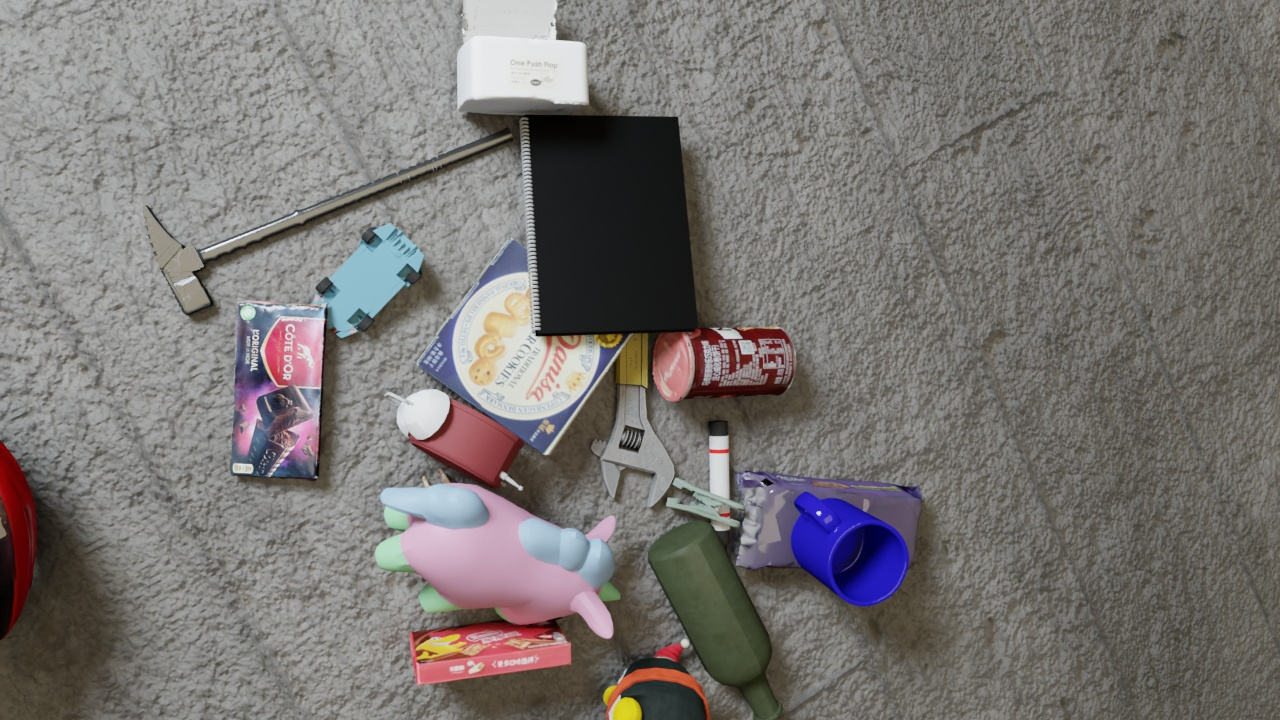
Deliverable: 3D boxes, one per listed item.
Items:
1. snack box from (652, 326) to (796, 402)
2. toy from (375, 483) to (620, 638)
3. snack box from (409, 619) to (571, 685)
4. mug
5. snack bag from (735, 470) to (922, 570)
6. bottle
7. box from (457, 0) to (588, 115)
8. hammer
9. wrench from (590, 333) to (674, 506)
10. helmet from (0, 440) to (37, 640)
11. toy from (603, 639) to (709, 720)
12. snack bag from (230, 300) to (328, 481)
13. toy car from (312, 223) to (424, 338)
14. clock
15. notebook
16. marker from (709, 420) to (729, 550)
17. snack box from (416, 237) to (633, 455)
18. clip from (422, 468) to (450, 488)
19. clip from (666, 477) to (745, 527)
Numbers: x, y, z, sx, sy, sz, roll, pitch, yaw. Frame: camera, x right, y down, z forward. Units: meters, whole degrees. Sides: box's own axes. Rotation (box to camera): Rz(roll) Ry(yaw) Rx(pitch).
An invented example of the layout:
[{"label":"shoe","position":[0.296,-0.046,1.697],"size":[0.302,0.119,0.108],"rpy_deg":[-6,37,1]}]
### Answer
[{"label":"snack box","position":[0.081,0.002,0.880],"size":[0.121,0.072,0.072],"rpy_deg":[-2,92,-28]},{"label":"toy","position":[-0.117,0.163,0.786],"size":[0.171,0.119,0.222],"rpy_deg":[-13,137,15]},{"label":"snack box","position":[-0.136,0.257,0.820],"size":[0.132,0.089,0.021],"rpy_deg":[-3,93,-17]},{"label":"mug","position":[0.185,0.166,0.859],"size":[0.079,0.083,0.111],"rpy_deg":[-43,103,-6]},{"label":"snack bag","position":[0.193,0.167,0.934],"size":[0.205,0.058,0.096],"rpy_deg":[6,90,-17]},{"label":"bottle","position":[0.081,0.260,0.896],"size":[0.071,0.071,0.207],"rpy_deg":[-29,99,-15]},{"label":"box","position":[-0.106,-0.286,0.809],"size":[0.110,0.103,0.130],"rpy_deg":[-1,99,-19]},{"label":"hammer","position":[-0.264,-0.149,0.812],"size":[0.324,0.015,0.095],"rpy_deg":[-26,98,-16]},{"label":"wrench","position":[-0.005,0.005,0.891],"size":[0.083,0.018,0.273],"rpy_deg":[1,91,-17]},{"label":"helmet","position":[-0.562,0.110,0.646],"size":[0.217,0.167,0.272],"rpy_deg":[-43,102,-12]},{"label":"toy","position":[0.015,0.327,0.864],"size":[0.099,0.119,0.098],"rpy_deg":[8,112,-7]},{"label":"snack bag","position":[-0.313,0.026,0.794],"size":[0.074,0.018,0.155],"rpy_deg":[3,91,-7]},{"label":"toy car","position":[-0.241,-0.071,0.814],"size":[0.108,0.027,0.060],"rpy_deg":[-44,103,6]},{"label":"clock","position":[-0.163,0.066,0.804],"size":[0.137,0.096,0.048],"rpy_deg":[32,75,-15]},{"label":"notebook","position":[-0.030,-0.125,0.835],"size":[0.149,0.016,0.206],"rpy_deg":[-2,78,-11]},{"label":"marker","position":[0.080,0.133,0.919],"size":[0.019,0.019,0.145],"rpy_deg":[-2,92,-17]},{"label":"snack box","position":[-0.103,-0.012,0.839],"size":[0.145,0.043,0.144],"rpy_deg":[36,81,-5]},{"label":"clip","position":[-0.176,0.126,0.839],"size":[0.047,0.025,0.062],"rpy_deg":[3,95,-18]},{"label":"clip","position":[0.064,0.141,0.899],"size":[0.076,0.023,0.047],"rpy_deg":[18,88,11]}]
